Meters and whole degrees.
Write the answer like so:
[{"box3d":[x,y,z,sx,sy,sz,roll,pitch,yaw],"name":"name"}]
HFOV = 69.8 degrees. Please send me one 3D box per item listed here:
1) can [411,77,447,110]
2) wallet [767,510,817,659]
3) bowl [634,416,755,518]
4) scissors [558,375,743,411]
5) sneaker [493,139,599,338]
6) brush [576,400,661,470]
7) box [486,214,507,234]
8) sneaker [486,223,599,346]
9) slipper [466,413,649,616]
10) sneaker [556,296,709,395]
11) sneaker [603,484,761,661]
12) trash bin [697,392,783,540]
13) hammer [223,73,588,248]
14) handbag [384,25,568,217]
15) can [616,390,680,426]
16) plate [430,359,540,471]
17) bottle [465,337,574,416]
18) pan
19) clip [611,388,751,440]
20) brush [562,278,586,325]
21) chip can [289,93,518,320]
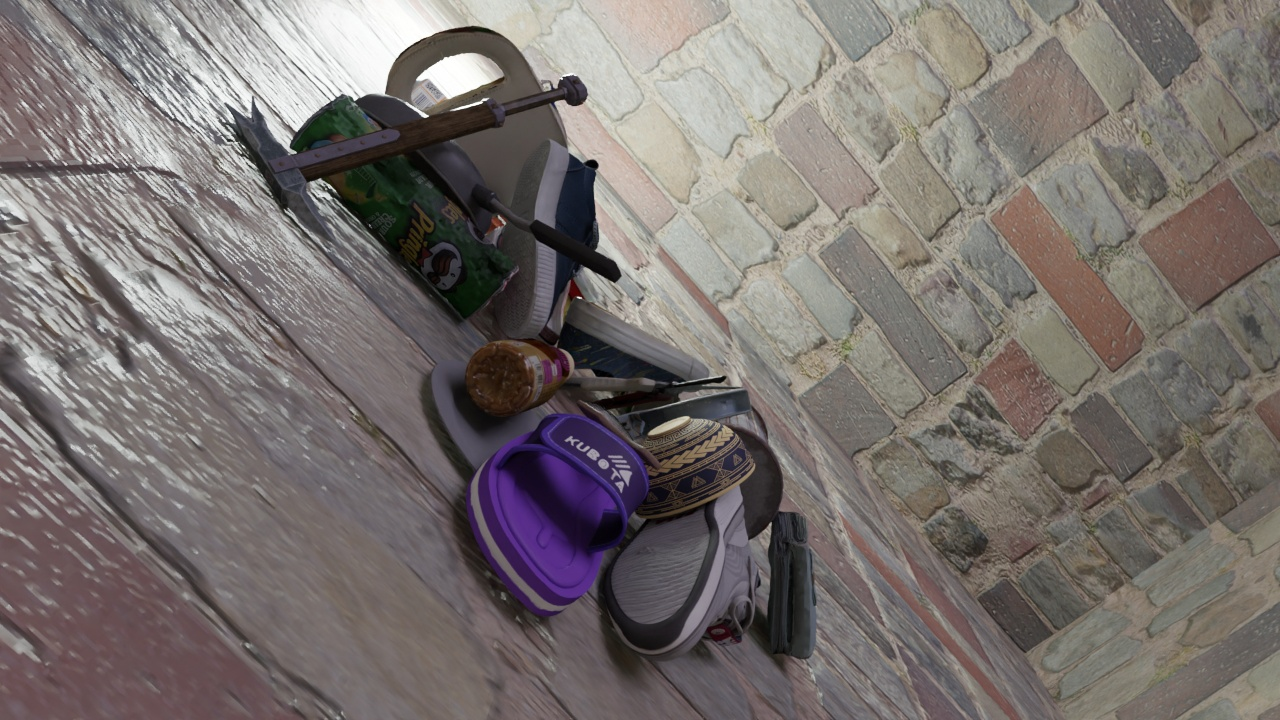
[{"box3d":[-0.247,-0.278,1.155,0.142,0.079,0.079,46,12,-17],"name":"can"},{"box3d":[0.155,0.228,0.943,0.100,0.054,0.132,-74,160,-78],"name":"wallet"},{"box3d":[0.036,0.084,0.799,0.112,0.112,0.061,-50,118,-79],"name":"bowl"},{"box3d":[-0.003,0.030,0.941,0.179,0.015,0.194,10,-18,-17],"name":"scissors"},{"box3d":[-0.088,-0.119,0.944,0.087,0.089,0.235,24,61,-32],"name":"sneaker"},{"box3d":[-0.012,0.058,0.715,0.050,0.015,0.136,50,-11,-21],"name":"brush"},{"box3d":[-0.205,-0.211,1.120,0.187,0.083,0.043,47,18,-22],"name":"box"},{"box3d":[-0.119,-0.099,1.034,0.118,0.088,0.240,42,14,-35],"name":"sneaker"},{"box3d":[-0.040,0.082,0.675,0.107,0.084,0.266,49,11,-1],"name":"slipper"},{"box3d":[-0.006,0.006,1.008,0.087,0.079,0.235,29,2,39],"name":"sneaker"},{"box3d":[0.049,0.190,0.746,0.129,0.097,0.262,66,18,-5],"name":"sneaker"},{"box3d":[0.087,0.115,1.020,0.131,0.131,0.211,49,10,-4],"name":"trash bin"},{"box3d":[-0.170,-0.198,0.795,0.315,0.028,0.147,-28,75,-33],"name":"hammer"},{"box3d":[-0.188,-0.267,1.025,0.093,0.201,0.200,-96,166,-66],"name":"handbag"},{"box3d":[-0.005,0.018,1.145,0.067,0.067,0.121,37,17,-48],"name":"can"},{"box3d":[-0.103,0.072,0.725,0.178,0.012,0.178,47,11,-13],"name":"plate"},{"box3d":[-0.092,0.010,0.777,0.059,0.060,0.166,50,11,5],"name":"bottle"},{"box3d":[-0.147,-0.154,0.860,0.357,0.041,0.179,31,-18,32],"name":"pan"},{"box3d":[0.017,0.059,0.906,0.141,0.171,0.029,106,-27,-84],"name":"clip"},{"box3d":[-0.102,-0.096,1.150,0.082,0.041,0.173,81,-17,-49],"name":"brush"},{"box3d":[-0.214,-0.140,0.840,0.223,0.075,0.075,46,12,-17],"name":"chip can"}]
